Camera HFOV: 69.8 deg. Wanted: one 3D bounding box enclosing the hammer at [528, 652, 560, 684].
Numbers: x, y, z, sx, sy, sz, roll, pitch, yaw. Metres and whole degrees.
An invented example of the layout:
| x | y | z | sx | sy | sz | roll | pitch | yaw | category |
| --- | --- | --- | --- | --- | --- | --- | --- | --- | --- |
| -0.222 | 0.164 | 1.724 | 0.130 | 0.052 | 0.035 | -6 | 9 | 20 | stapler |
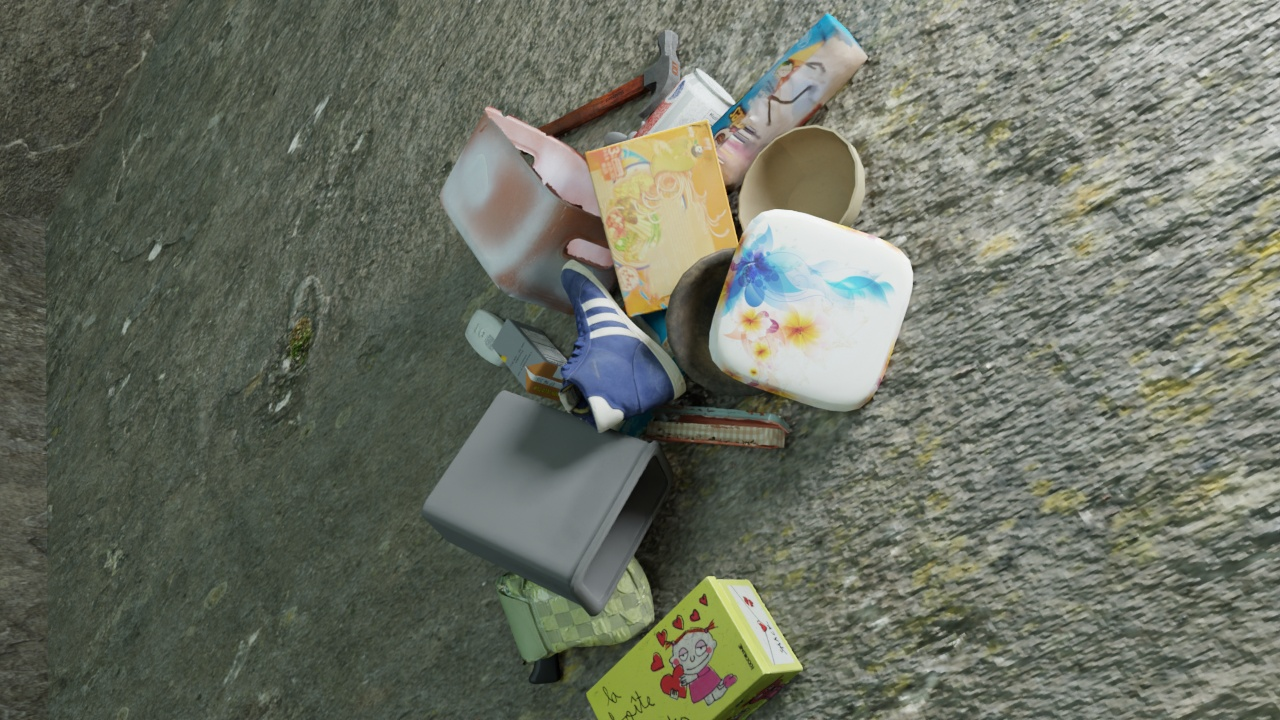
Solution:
| x | y | z | sx | sy | sz | roll | pitch | yaw | category |
| --- | --- | --- | --- | --- | --- | --- | --- | --- | --- |
| -0.129 | 0.245 | 1.172 | 0.029 | 0.127 | 0.323 | 154 | 112 | -73 | hammer |

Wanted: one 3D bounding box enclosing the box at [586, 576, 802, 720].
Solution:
| x | y | z | sx | sy | sz | roll | pitch | yaw | category |
| --- | --- | --- | --- | --- | --- | --- | --- | --- | --- |
| 0.052 | 0.346 | 0.987 | 0.221 | 0.082 | 0.124 | -46 | 53 | 22 | box |

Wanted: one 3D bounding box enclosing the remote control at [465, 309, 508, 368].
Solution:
| x | y | z | sx | sy | sz | roll | pitch | yaw | category |
| --- | --- | --- | --- | --- | --- | --- | --- | --- | --- |
| -0.219 | -0.032 | 1.363 | 0.114 | 0.028 | 0.060 | 37 | 103 | 41 | remote control |

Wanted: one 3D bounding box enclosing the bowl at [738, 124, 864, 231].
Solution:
| x | y | z | sx | sy | sz | roll | pitch | yaw | category |
| --- | --- | --- | --- | --- | --- | --- | --- | --- | --- |
| 0.187 | -0.181 | 1.028 | 0.153 | 0.050 | 0.152 | -13 | 70 | 39 | bowl |

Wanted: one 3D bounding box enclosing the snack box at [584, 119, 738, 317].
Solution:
| x | y | z | sx | sy | sz | roll | pitch | yaw | category |
| --- | --- | --- | --- | --- | --- | --- | --- | --- | --- |
| 0.032 | -0.164 | 1.063 | 0.145 | 0.080 | 0.195 | -13 | 102 | 8 | snack box |

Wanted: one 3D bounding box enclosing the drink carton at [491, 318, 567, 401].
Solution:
| x | y | z | sx | sy | sz | roll | pitch | yaw | category |
| --- | --- | --- | --- | --- | --- | --- | --- | --- | --- |
| -0.145 | -0.001 | 1.260 | 0.048 | 0.076 | 0.125 | -58 | 45 | 13 | drink carton |

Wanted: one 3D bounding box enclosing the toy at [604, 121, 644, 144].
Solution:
| x | y | z | sx | sy | sz | roll | pitch | yaw | category |
| --- | --- | --- | --- | --- | --- | --- | --- | --- | --- |
| -0.005 | -0.296 | 1.244 | 0.112 | 0.030 | 0.049 | -7 | 88 | 35 | toy |

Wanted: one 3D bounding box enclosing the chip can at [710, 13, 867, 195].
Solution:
| x | y | z | sx | sy | sz | roll | pitch | yaw | category |
| --- | --- | --- | --- | --- | --- | --- | --- | --- | --- |
| 0.155 | -0.293 | 1.071 | 0.230 | 0.079 | 0.079 | -41 | 55 | 26 | chip can |

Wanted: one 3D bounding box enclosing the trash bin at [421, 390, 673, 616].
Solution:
| x | y | z | sx | sy | sz | roll | pitch | yaw | category |
| --- | --- | --- | --- | --- | --- | --- | --- | --- | --- |
| -0.105 | 0.156 | 1.054 | 0.220 | 0.098 | 0.191 | 18 | 63 | 28 | trash bin |

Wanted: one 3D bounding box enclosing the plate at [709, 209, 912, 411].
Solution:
| x | y | z | sx | sy | sz | roll | pitch | yaw | category |
| --- | --- | --- | --- | --- | --- | --- | --- | --- | --- |
| 0.176 | -0.051 | 0.944 | 0.187 | 0.016 | 0.187 | 18 | 92 | 1 | plate |

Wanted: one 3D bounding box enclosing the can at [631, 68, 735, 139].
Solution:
| x | y | z | sx | sy | sz | roll | pitch | yaw | category |
| --- | --- | --- | --- | --- | --- | --- | --- | --- | --- |
| 0.050 | -0.293 | 1.160 | 0.136 | 0.078 | 0.078 | -46 | 53 | 23 | can |

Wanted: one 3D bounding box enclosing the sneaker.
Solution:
| x | y | z | sx | sy | sz | roll | pitch | yaw | category |
| --- | --- | --- | --- | --- | --- | --- | --- | --- | --- |
| -0.065 | -0.009 | 1.061 | 0.118 | 0.091 | 0.233 | -33 | 59 | -16 | sneaker |

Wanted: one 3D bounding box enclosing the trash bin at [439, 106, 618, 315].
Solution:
| x | y | z | sx | sy | sz | roll | pitch | yaw | category |
| --- | --- | --- | --- | --- | --- | --- | --- | --- | --- |
| -0.135 | -0.193 | 1.231 | 0.158 | 0.181 | 0.259 | -54 | 50 | 19 | trash bin |

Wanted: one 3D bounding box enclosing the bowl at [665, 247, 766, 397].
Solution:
| x | y | z | sx | sy | sz | roll | pitch | yaw | category |
| --- | --- | --- | --- | --- | --- | --- | --- | --- | --- |
| 0.109 | -0.046 | 1.006 | 0.162 | 0.162 | 0.070 | -59 | 4 | 13 | bowl |

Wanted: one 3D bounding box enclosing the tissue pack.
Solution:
| x | y | z | sx | sy | sz | roll | pitch | yaw | category |
| --- | --- | --- | --- | --- | --- | --- | --- | --- | --- |
| -0.007 | 0.007 | 1.142 | 0.210 | 0.066 | 0.117 | -54 | 51 | 15 | tissue pack |

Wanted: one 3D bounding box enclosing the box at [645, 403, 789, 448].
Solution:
| x | y | z | sx | sy | sz | roll | pitch | yaw | category |
| --- | --- | --- | --- | --- | --- | --- | --- | --- | --- |
| 0.083 | 0.083 | 1.051 | 0.187 | 0.057 | 0.060 | 0 | 119 | 42 | box |

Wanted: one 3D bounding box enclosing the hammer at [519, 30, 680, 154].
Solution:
| x | y | z | sx | sy | sz | roll | pitch | yaw | category |
| --- | --- | --- | --- | --- | --- | --- | --- | --- | --- |
| -0.067 | -0.360 | 1.317 | 0.302 | 0.028 | 0.111 | -15 | 68 | 39 | hammer |

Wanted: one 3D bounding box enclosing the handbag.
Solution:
| x | y | z | sx | sy | sz | roll | pitch | yaw | category |
| --- | --- | --- | --- | --- | --- | --- | --- | --- | --- |
| -0.077 | 0.284 | 1.099 | 0.186 | 0.116 | 0.113 | -15 | 104 | 7 | handbag |
